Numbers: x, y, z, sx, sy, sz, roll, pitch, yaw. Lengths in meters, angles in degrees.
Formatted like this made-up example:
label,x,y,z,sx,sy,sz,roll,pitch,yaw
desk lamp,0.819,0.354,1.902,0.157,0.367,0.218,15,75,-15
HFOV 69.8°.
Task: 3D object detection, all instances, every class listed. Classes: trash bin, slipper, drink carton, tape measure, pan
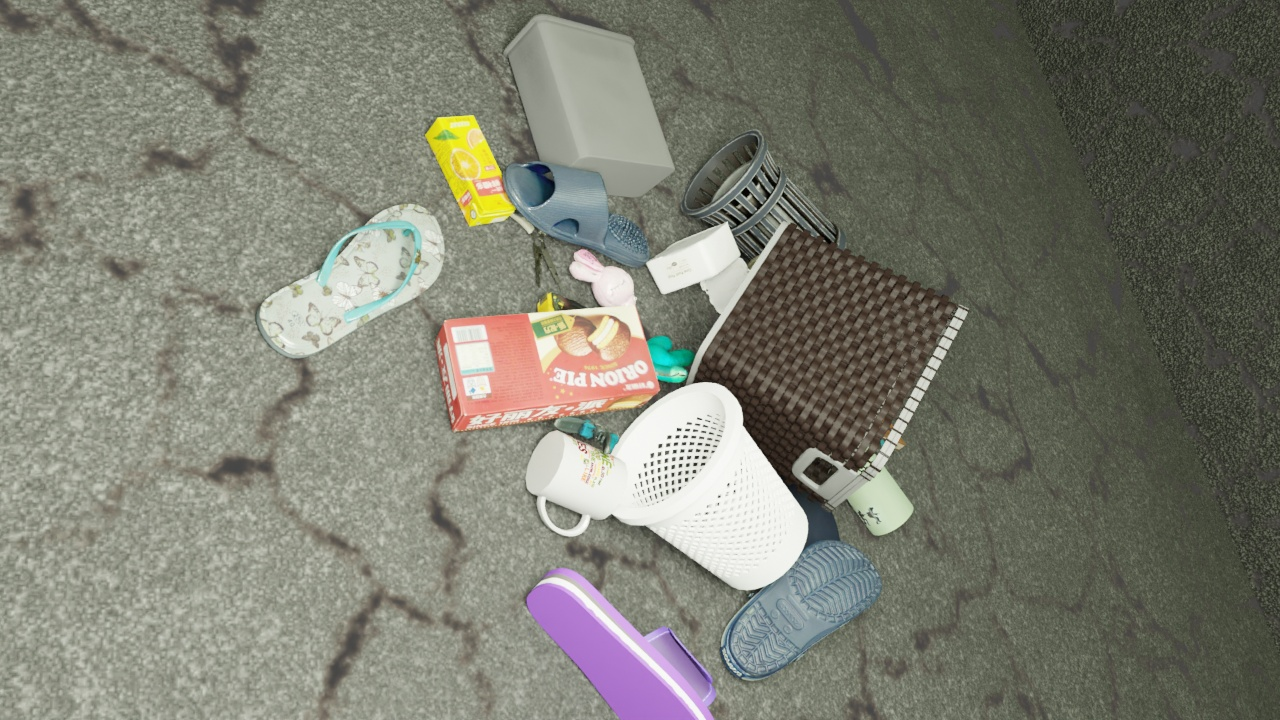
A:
label,x,y,z,sx,sy,sz,roll,pitch,yaw
trash bin,-0.070,-0.355,1.302,0.191,0.098,0.219,-4,72,-44
slipper,-0.288,-0.091,0.981,0.098,0.055,0.267,50,45,-13
drink carton,-0.211,-0.235,1.142,0.058,0.043,0.134,-20,81,-45
trash bin,0.091,0.165,1.103,0.199,0.196,0.195,46,43,-27
tape measure,-0.093,-0.043,1.143,0.071,0.042,0.072,21,50,-35
slipper,-0.065,-0.205,1.206,0.263,0.083,0.101,21,40,-44
slipper,0.195,0.319,1.175,0.252,0.095,0.105,-25,70,-30
slipper,0.000,0.313,0.984,0.266,0.108,0.083,48,43,-4
trash bin,0.201,-0.219,1.434,0.227,0.165,0.163,40,46,-24
pan,0.206,0.168,1.316,0.198,0.021,0.355,14,58,-37

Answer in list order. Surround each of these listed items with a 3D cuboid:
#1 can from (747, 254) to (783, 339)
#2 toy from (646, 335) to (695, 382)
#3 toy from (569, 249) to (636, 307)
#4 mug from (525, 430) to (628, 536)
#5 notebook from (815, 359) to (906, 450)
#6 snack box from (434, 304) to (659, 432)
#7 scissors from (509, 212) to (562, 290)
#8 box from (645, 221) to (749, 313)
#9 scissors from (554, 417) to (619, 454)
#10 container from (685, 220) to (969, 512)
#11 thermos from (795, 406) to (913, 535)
label,x,y,z,sx,sy,sz,roll,pitch,yaw
can,0.212,-0.097,1.394,0.127,0.128,0.073,36,45,-23
toy,-0.007,0.007,1.178,0.131,0.072,0.192,32,29,30
toy,-0.046,-0.105,1.218,0.110,0.047,0.063,35,36,-17
mug,-0.077,0.144,1.035,0.089,0.074,0.105,28,76,-29
notebook,0.326,0.061,1.416,0.249,0.014,0.178,21,34,-50
snack box,-0.104,0.006,1.040,0.236,0.060,0.113,-7,69,-26
scissors,-0.133,-0.173,1.199,0.158,0.013,0.161,46,44,-10
box,0.100,-0.116,1.325,0.128,0.109,0.137,-39,109,-50
scissors,-0.051,0.086,1.058,0.156,0.124,0.019,23,95,-42
container,0.218,0.007,1.171,0.243,0.248,0.245,31,70,8
thermos,0.314,0.152,1.380,0.231,0.083,0.082,53,43,-6
